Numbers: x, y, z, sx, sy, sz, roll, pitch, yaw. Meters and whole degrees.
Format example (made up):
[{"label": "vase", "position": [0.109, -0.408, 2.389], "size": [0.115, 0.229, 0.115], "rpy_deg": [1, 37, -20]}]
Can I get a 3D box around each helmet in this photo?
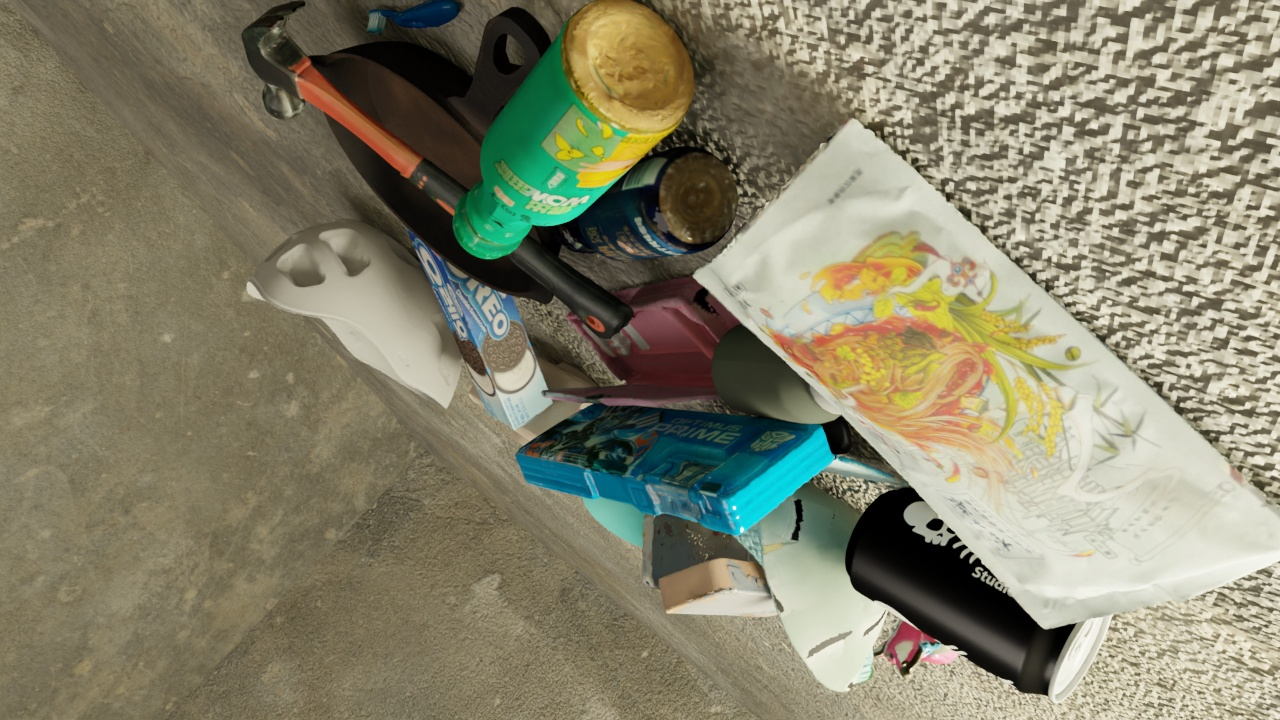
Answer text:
[{"label": "helmet", "position": [-0.334, -0.046, 1.145], "size": [0.282, 0.183, 0.224], "rpy_deg": [56, 165, -20]}]

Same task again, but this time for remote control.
[{"label": "remote control", "position": [0.114, 0.052, 0.675], "size": [0.045, 0.021, 0.141], "rpy_deg": [40, 168, -1]}]

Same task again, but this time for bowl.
[{"label": "bowl", "position": [0.157, 0.152, 0.689], "size": [0.068, 0.173, 0.174], "rpy_deg": [-23, 121, 28]}, {"label": "bowl", "position": [0.002, 0.147, 0.965], "size": [0.121, 0.046, 0.121], "rpy_deg": [21, 146, 15]}]

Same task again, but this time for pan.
[{"label": "pan", "position": [-0.119, -0.155, 0.639], "size": [0.248, 0.043, 0.357], "rpy_deg": [45, 158, -11]}]

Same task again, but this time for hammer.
[{"label": "hammer", "position": [-0.142, -0.124, 0.637], "size": [0.333, 0.033, 0.133], "rpy_deg": [38, 157, 2]}]

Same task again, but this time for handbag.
[{"label": "handbag", "position": [-0.069, 0.079, 1.050], "size": [0.195, 0.101, 0.198], "rpy_deg": [25, 168, 45]}]

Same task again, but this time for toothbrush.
[{"label": "toothbrush", "position": [-0.150, -0.222, 0.595], "size": [0.021, 0.016, 0.132], "rpy_deg": [11, -174, -39]}]

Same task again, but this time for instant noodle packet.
[{"label": "instant noodle packet", "position": [0.151, 0.022, 0.430], "size": [0.269, 0.057, 0.147], "rpy_deg": [44, 142, -1]}]

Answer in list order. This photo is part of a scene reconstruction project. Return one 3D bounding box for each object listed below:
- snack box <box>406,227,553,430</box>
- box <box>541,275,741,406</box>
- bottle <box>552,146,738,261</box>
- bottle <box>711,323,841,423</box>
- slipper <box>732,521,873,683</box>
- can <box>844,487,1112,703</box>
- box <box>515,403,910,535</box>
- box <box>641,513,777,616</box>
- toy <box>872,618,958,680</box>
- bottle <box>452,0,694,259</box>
[{"label": "snack box", "position": [-0.151, -0.039, 0.890], "size": [0.059, 0.059, 0.227], "rpy_deg": [24, 140, 46]}, {"label": "box", "position": [-0.004, 0.008, 0.695], "size": [0.099, 0.098, 0.233], "rpy_deg": [49, 162, -17]}, {"label": "bottle", "position": [-0.005, -0.087, 0.536], "size": [0.056, 0.056, 0.161], "rpy_deg": [49, 162, -21]}, {"label": "bottle", "position": [0.091, 0.006, 0.544], "size": [0.060, 0.060, 0.109], "rpy_deg": [48, 162, -20]}, {"label": "slipper", "position": [0.136, 0.160, 0.807], "size": [0.276, 0.069, 0.116], "rpy_deg": [60, 156, -9]}, {"label": "can", "position": [0.209, 0.144, 0.582], "size": [0.146, 0.080, 0.080], "rpy_deg": [27, 158, 41]}, {"label": "box", "position": [0.042, 0.061, 0.650], "size": [0.244, 0.174, 0.063], "rpy_deg": [2, 96, 53]}, {"label": "box", "position": [0.097, 0.209, 0.904], "size": [0.108, 0.094, 0.216], "rpy_deg": [2, 167, 36]}, {"label": "toy", "position": [0.244, 0.254, 0.831], "size": [0.102, 0.065, 0.050], "rpy_deg": [102, 151, -74]}, {"label": "bottle", "position": [-0.051, -0.108, 0.495], "size": [0.068, 0.067, 0.210], "rpy_deg": [46, 150, -11]}]
